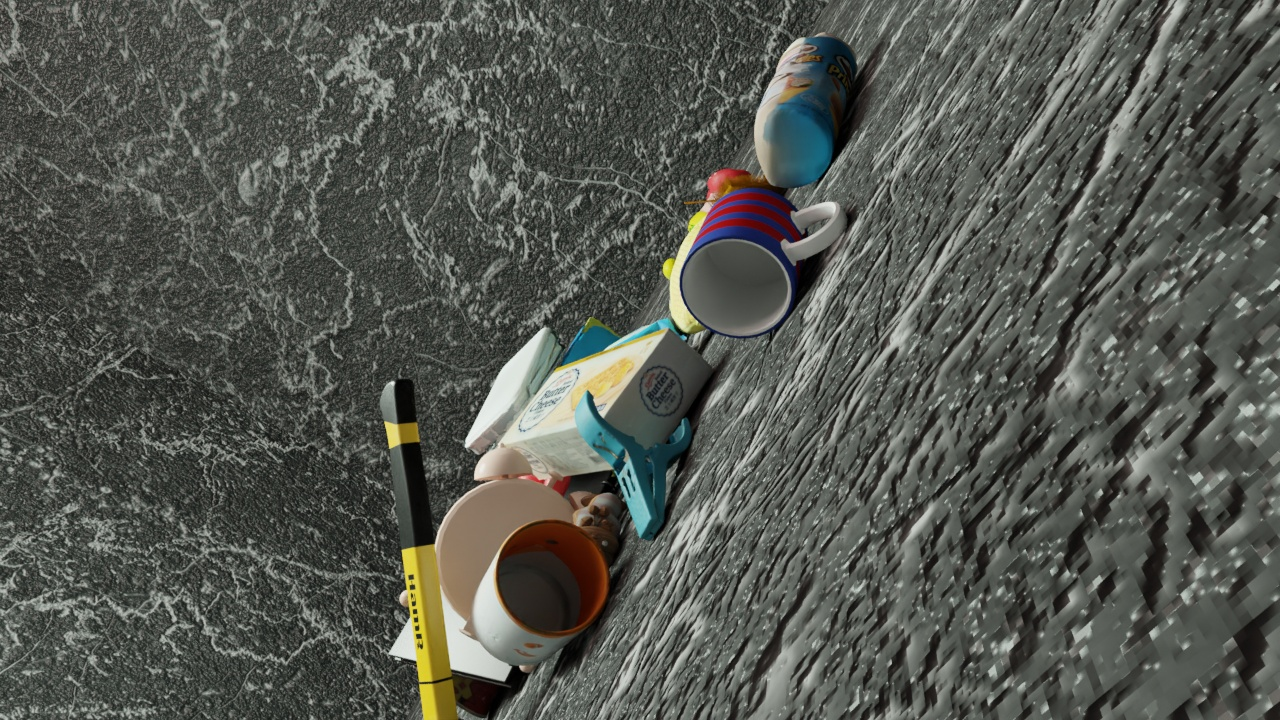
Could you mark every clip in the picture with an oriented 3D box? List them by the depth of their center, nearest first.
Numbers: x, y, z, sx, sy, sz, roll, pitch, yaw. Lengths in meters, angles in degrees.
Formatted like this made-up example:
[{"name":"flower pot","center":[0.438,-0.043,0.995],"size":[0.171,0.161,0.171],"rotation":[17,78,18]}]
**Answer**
[{"name":"clip","center":[0.006,0.066,0.654],"size":[0.118,0.120,0.033],"rotation":[-9,-40,-50]}]

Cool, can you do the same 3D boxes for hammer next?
[{"name":"hammer","center":[-0.165,0.173,0.704],"size":[0.170,0.034,0.324],"rotation":[-23,74,52]}]

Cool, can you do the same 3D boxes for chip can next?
[{"name":"chip can","center":[0.154,-0.240,0.862],"size":[0.080,0.080,0.228],"rotation":[-57,4,38]}]

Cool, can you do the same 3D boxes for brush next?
[{"name":"brush","center":[0.098,-0.176,0.977],"size":[0.126,0.017,0.049],"rotation":[-11,-30,-34]}]

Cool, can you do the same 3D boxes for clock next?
[{"name":"clock","center":[-0.109,0.165,0.790],"size":[0.160,0.131,0.086],"rotation":[-61,4,-23]}]

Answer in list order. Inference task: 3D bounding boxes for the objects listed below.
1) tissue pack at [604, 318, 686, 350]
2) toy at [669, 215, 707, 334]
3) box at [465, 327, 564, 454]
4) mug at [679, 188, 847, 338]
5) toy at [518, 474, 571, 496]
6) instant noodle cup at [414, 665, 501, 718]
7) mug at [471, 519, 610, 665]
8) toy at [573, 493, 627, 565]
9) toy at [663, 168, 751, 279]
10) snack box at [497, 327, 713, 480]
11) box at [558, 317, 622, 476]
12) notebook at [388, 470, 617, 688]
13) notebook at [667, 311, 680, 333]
[{"name":"tissue pack","center":[-0.006,0.006,0.958],"size":[0.092,0.061,0.144],"rotation":[-29,-5,-10]},{"name":"toy","center":[0.075,-0.093,0.926],"size":[0.155,0.064,0.170],"rotation":[-38,25,47]},{"name":"box","center":[-0.137,0.033,1.005],"size":[0.118,0.063,0.213],"rotation":[-53,5,21]},{"name":"mug","center":[0.085,-0.073,0.603],"size":[0.112,0.075,0.076],"rotation":[-26,22,31]},{"name":"toy","center":[-0.102,0.158,0.870],"size":[0.045,0.092,0.134],"rotation":[64,-144,-52]},{"name":"instant noodle cup","center":[-0.157,0.282,0.923],"size":[0.112,0.100,0.100],"rotation":[-49,2,-10]},{"name":"mug","center":[-0.076,0.171,0.668],"size":[0.082,0.082,0.106],"rotation":[-62,3,-34]},{"name":"toy","center":[-0.035,0.136,0.741],"size":[0.101,0.041,0.055],"rotation":[-79,-4,-55]},{"name":"toy","center":[0.082,-0.146,1.071],"size":[0.124,0.097,0.131],"rotation":[107,173,-78]},{"name":"snack box","center":[-0.037,0.043,0.808],"size":[0.208,0.057,0.104],"rotation":[-18,32,57]},{"name":"box","center":[-0.054,0.050,1.070],"size":[0.079,0.124,0.220],"rotation":[-55,7,30]},{"name":"notebook","center":[-0.130,0.202,0.907],"size":[0.169,0.019,0.230],"rotation":[-3,45,37]},{"name":"notebook","center":[0.064,-0.087,1.200],"size":[0.208,0.029,0.170],"rotation":[-59,-2,-20]}]
